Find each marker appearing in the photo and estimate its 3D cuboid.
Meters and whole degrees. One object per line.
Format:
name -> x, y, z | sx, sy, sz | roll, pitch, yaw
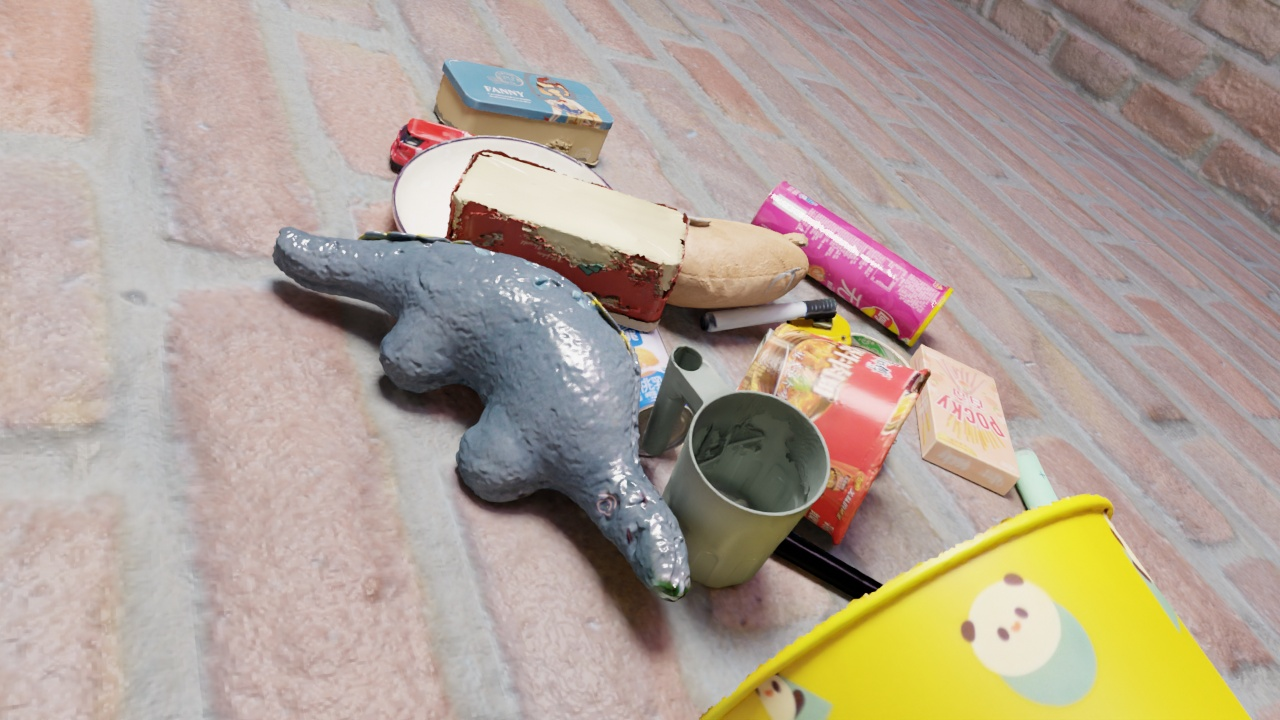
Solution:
marker -> 0.116, -0.040, 0.819 | 0.130, 0.018, 0.022 | -9, 44, -17
marker -> 0.120, 0.138, 0.619 | 0.132, 0.020, 0.022 | 30, 44, 1

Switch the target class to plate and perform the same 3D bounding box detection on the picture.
plate -> -0.104, -0.109, 0.745 | 0.192, 0.039, 0.192 | 10, 47, -11

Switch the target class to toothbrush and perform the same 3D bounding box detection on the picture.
toothbrush -> 0.347, 0.154, 0.750 | 0.027, 0.027, 0.224 | 38, 28, -26

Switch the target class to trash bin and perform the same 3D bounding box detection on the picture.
trash bin -> 0.176, 0.225, 0.376 | 0.229, 0.230, 0.255 | -3, 51, -38

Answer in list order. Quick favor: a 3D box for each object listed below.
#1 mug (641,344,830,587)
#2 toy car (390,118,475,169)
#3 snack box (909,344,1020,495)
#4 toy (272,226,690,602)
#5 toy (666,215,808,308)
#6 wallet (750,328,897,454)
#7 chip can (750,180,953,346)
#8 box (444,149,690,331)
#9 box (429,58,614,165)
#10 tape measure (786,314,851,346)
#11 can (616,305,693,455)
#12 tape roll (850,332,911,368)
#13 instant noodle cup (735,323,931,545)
mug -> 0.047, 0.066, 0.565 | 0.083, 0.104, 0.124 | -22, 61, -28
toy car -> -0.160, -0.178, 0.817 | 0.120, 0.045, 0.052 | 16, 37, -21
snack box -> 0.297, 0.051, 0.852 | 0.084, 0.026, 0.157 | 25, 34, -5
toy -> -0.080, 0.004, 0.582 | 0.356, 0.092, 0.137 | 41, 55, 19
toy -> 0.087, -0.090, 0.829 | 0.225, 0.083, 0.143 | -3, 23, -38
wallet -> 0.152, 0.029, 0.771 | 0.130, 0.037, 0.106 | 31, 23, 3
chip can -> 0.216, -0.103, 0.958 | 0.210, 0.072, 0.071 | 37, 35, 13
box -> -0.052, -0.093, 0.662 | 0.168, 0.077, 0.091 | 17, 39, -5
box -> -0.122, -0.249, 0.924 | 0.184, 0.060, 0.089 | -2, 43, -39
tape measure -> 0.165, -0.029, 0.849 | 0.060, 0.029, 0.057 | 9, 34, 4
can -> -0.004, 0.004, 0.676 | 0.053, 0.053, 0.134 | 9, 38, -27
tape roll -> 0.221, 0.006, 0.868 | 0.085, 0.014, 0.085 | 19, 35, -14
instant noodle cup -> 0.124, 0.046, 0.652 | 0.108, 0.138, 0.137 | 28, 33, 16
